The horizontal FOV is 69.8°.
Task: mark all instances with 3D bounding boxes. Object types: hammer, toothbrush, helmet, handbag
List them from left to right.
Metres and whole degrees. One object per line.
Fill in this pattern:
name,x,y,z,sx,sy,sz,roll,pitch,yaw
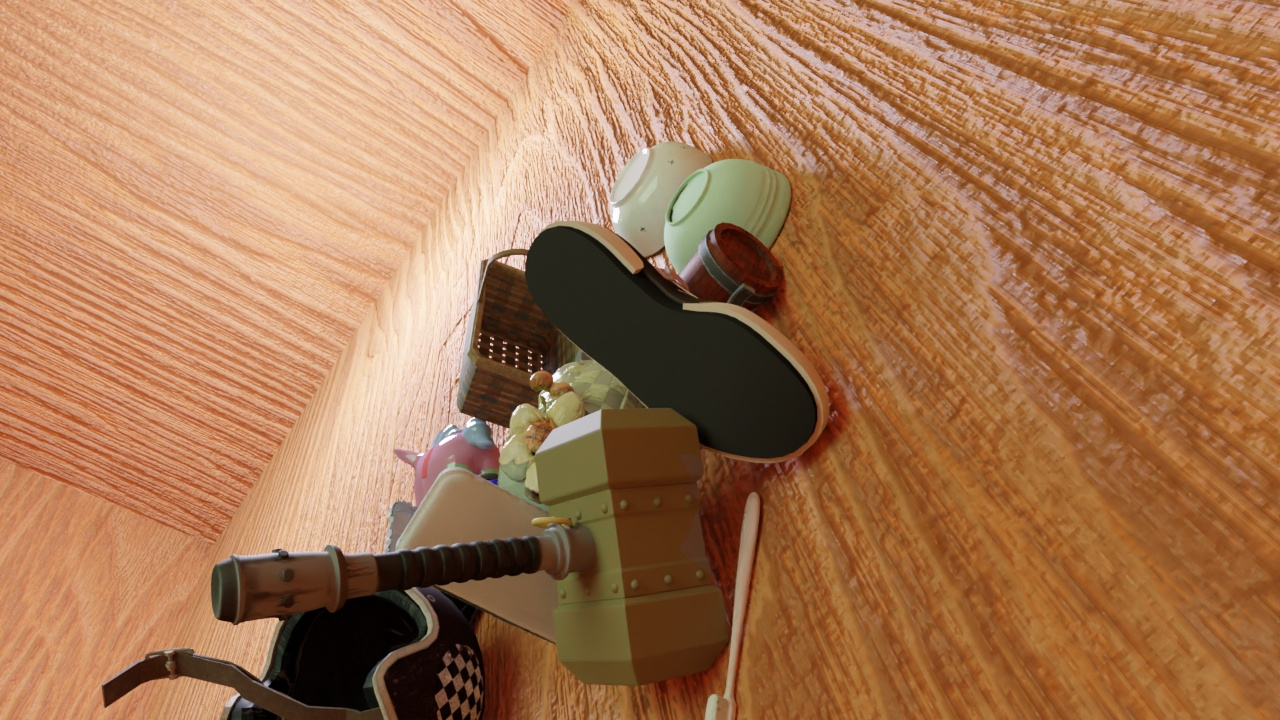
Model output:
helmet,-0.273,0.316,0.856,0.234,0.234,0.253,-20,5,19
hammer,-0.108,0.135,0.613,0.101,0.324,0.190,-25,69,53
handbag,-0.064,0.059,0.818,0.113,0.117,0.186,-6,45,22
toothbrush,0.068,0.172,0.650,0.016,0.018,0.180,-31,35,45

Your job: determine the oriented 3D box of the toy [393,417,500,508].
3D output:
toy,-0.237,0.137,1.182,0.223,0.120,0.171,-57,33,35

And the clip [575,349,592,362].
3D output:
clip,-0.017,-0.022,1.011,0.165,0.031,0.168,-41,19,24

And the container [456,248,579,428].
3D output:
container,-0.140,-0.047,1.159,0.187,0.157,0.249,-60,20,28

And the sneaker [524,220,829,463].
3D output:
sneaker,0.041,-0.020,0.756,0.294,0.116,0.112,32,115,29

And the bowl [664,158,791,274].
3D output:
bowl,0.076,-0.147,0.939,0.151,0.077,0.150,-44,27,30

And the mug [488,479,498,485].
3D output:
mug,-0.141,0.175,0.965,0.111,0.079,0.083,103,-176,-62

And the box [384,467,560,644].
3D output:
box,-0.098,0.156,0.760,0.105,0.210,0.130,-53,25,9

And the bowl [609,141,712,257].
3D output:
bowl,0.015,-0.211,1.143,0.154,0.073,0.153,-44,27,29

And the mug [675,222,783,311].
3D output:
mug,0.066,-0.049,0.841,0.111,0.081,0.117,-48,26,34

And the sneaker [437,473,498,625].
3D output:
sneaker,-0.233,0.253,1.086,0.256,0.093,0.161,-65,15,-16
